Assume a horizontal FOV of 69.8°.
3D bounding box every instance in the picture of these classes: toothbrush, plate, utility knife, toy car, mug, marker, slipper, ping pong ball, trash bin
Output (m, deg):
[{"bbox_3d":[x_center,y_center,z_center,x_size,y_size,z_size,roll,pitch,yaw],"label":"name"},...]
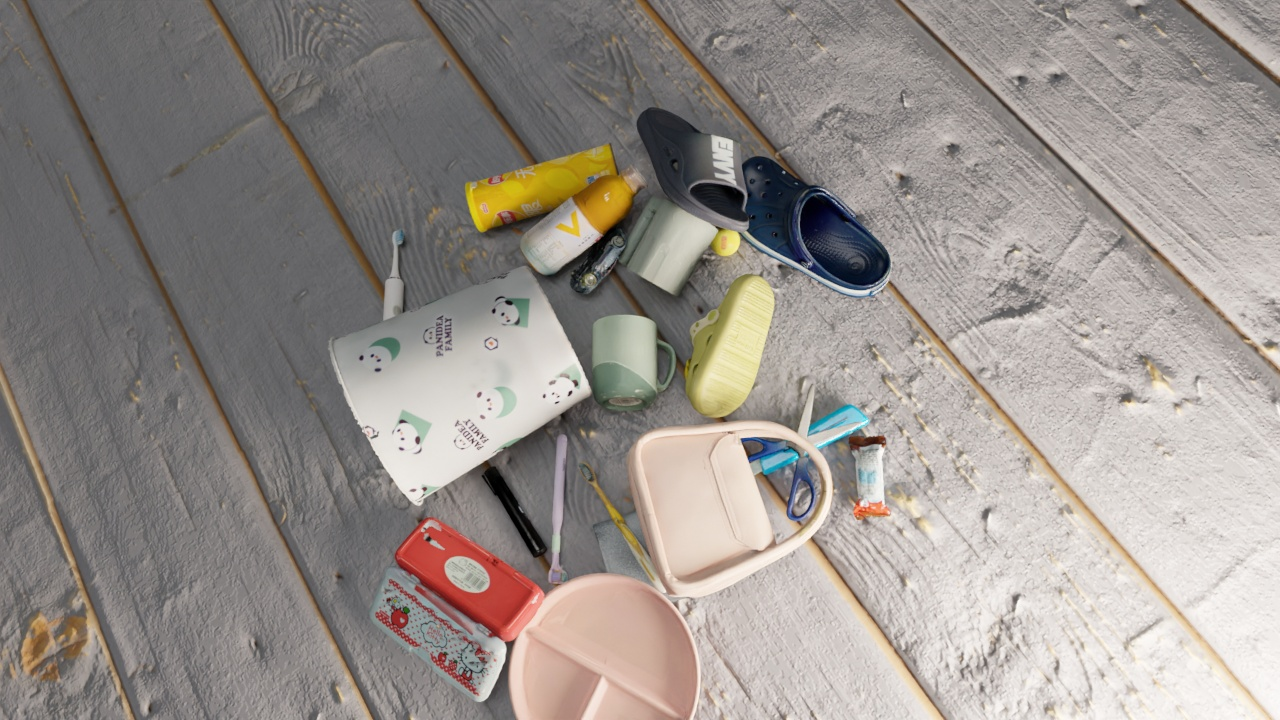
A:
[{"bbox_3d":[-0.102,0.184,1.154,0.021,0.029,0.189,-20,62,43],"label":"toothbrush"},{"bbox_3d":[-0.042,0.365,1.068,0.230,0.028,0.229,-4,73,13],"label":"plate"},{"bbox_3d":[-0.345,-0.084,1.284,0.026,0.026,0.220,-14,67,28],"label":"toothbrush"},{"bbox_3d":[0.190,0.108,1.133,0.191,0.018,0.034,-28,70,0],"label":"utility knife"},{"bbox_3d":[-0.023,0.200,1.115,0.016,0.018,0.191,-36,71,1],"label":"toothbrush"},{"bbox_3d":[-0.055,-0.135,1.244,0.105,0.031,0.049,-54,32,-6],"label":"toy car"},{"bbox_3d":[-0.007,0.007,1.174,0.111,0.082,0.106,7,69,-22],"label":"mug"},{"bbox_3d":[-0.160,0.191,1.160,0.022,0.020,0.132,-31,68,-14],"label":"marker"},{"bbox_3d":[0.214,-0.175,1.189,0.253,0.095,0.105,41,79,16],"label":"slipper"},{"bbox_3d":[0.072,-0.272,1.203,0.110,0.084,0.267,7,41,-32],"label":"slipper"},{"bbox_3d":[0.029,-0.154,1.214,0.124,0.083,0.103,34,97,45],"label":"mug"},{"bbox_3d":[0.113,-0.160,1.227,0.040,0.040,0.040,-3,70,8],"label":"ping pong ball"},{"bbox_3d":[-0.212,0.018,1.129,0.251,0.230,0.229,-27,69,-6],"label":"trash bin"},{"bbox_3d":[0.106,-0.020,1.167,0.082,0.091,0.190,14,79,52],"label":"slipper"}]

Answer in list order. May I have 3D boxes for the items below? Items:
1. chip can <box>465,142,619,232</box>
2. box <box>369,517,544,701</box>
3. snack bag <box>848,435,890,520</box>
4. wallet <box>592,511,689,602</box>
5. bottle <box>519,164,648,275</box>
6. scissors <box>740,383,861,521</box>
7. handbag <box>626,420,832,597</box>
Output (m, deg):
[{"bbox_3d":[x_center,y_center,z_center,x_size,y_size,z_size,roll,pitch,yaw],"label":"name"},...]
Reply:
[{"bbox_3d":[-0.133,-0.240,1.280,0.213,0.072,0.072,-15,69,3],"label":"chip can"},{"bbox_3d":[-0.228,0.294,1.109,0.201,0.060,0.160,26,78,27],"label":"box"},{"bbox_3d":[0.275,0.140,1.103,0.045,0.026,0.105,-5,69,17],"label":"snack bag"},{"bbox_3d":[0.003,0.243,1.118,0.097,0.019,0.120,-19,70,4],"label":"wallet"},{"bbox_3d":[-0.074,-0.191,1.234,0.190,0.068,0.068,-36,69,11],"label":"bottle"},{"bbox_3d":[0.187,0.113,1.117,0.176,0.012,0.162,-10,75,7],"label":"scissors"},{"bbox_3d":[0.112,0.159,1.077,0.234,0.093,0.193,-16,72,-3],"label":"handbag"}]
